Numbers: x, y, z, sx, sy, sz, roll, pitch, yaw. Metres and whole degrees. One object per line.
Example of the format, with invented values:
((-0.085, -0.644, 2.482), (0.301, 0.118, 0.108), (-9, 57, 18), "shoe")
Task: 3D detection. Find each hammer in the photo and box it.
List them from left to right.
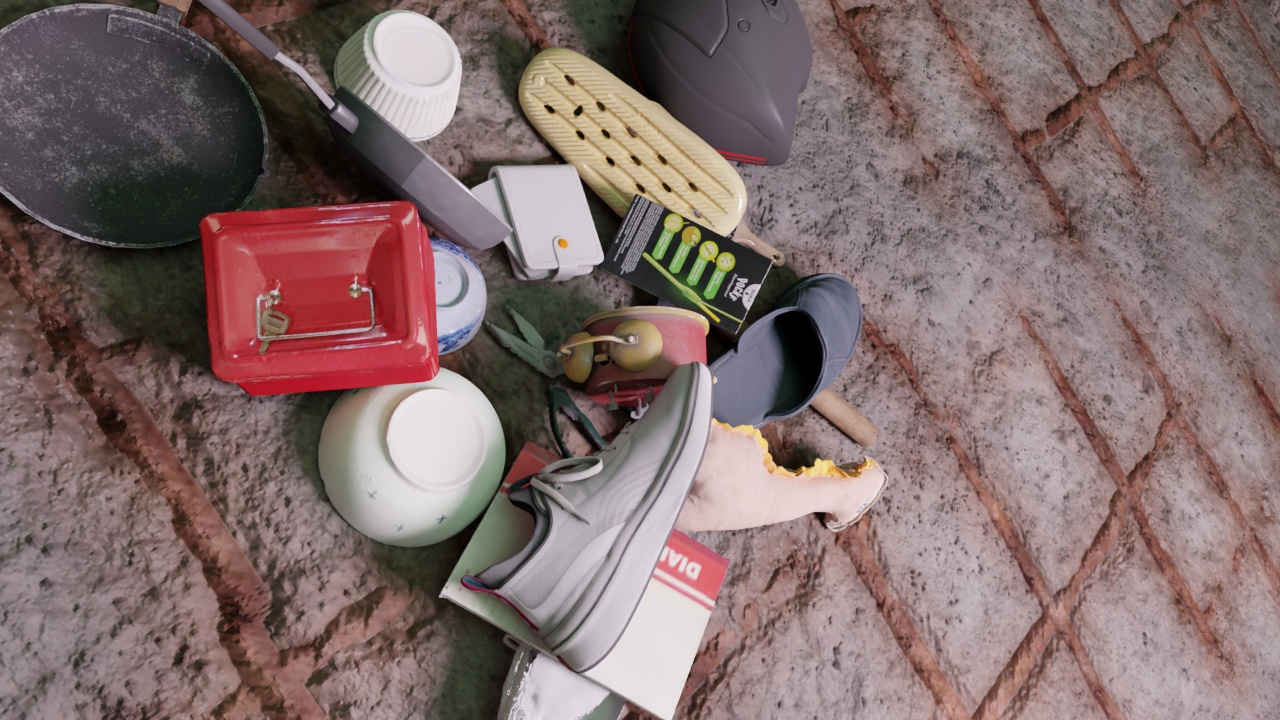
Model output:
((0.139, -0.003, 0.989), (0.321, 0.040, 0.129), (37, 63, -18), "hammer")

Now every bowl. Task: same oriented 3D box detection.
((-0.214, -0.265, 0.836), (0.115, 0.063, 0.115), (10, 69, -29), "bowl")
((-0.175, 0.071, 0.744), (0.153, 0.073, 0.153), (10, 70, -29), "bowl")
((-0.181, -0.064, 0.801), (0.114, 0.045, 0.114), (10, 69, -29), "bowl")

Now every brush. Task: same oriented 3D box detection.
((0.104, -0.149, 1.026), (0.151, 0.012, 0.038), (34, 59, -19), "brush")

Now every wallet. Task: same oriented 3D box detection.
((-0.103, -0.132, 0.878), (0.115, 0.038, 0.118), (-10, 76, -34), "wallet")

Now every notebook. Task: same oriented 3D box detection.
((-0.038, 0.177, 0.754), (0.208, 0.012, 0.152), (32, 56, -7), "notebook")

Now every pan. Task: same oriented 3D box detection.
((-0.389, -0.247, 0.737), (0.207, 0.040, 0.356), (18, 64, -26), "pan")
((-0.222, -0.180, 0.686), (0.178, 0.357, 0.041), (40, 90, 30), "pan")

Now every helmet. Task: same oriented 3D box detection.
((0.077, -0.318, 0.973), (0.170, 0.164, 0.264), (-35, 88, -6), "helmet")

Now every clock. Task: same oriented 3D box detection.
((-0.005, 0.005, 0.822), (0.158, 0.117, 0.081), (18, 65, -51), "clock")

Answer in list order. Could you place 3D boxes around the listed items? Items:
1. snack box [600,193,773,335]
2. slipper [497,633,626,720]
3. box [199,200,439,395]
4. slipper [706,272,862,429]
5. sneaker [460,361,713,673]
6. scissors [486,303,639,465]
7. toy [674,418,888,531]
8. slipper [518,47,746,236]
((0.045, -0.094, 0.897), (0.147, 0.025, 0.080), (27, 97, 4), "snack box")
((-0.052, 0.226, 0.767), (0.112, 0.075, 0.246), (20, 55, 4), "slipper")
((-0.237, -0.043, 0.700), (0.157, 0.112, 0.134), (-4, 81, -9), "box")
((0.163, -0.010, 0.934), (0.264, 0.084, 0.109), (-35, 97, -34), "slipper")
((-0.031, 0.101, 0.727), (0.129, 0.097, 0.262), (29, 71, 0), "sneaker")
((-0.073, 0.038, 0.854), (0.209, 0.015, 0.141), (32, 62, -20), "scissors")
((0.142, 0.107, 0.893), (0.264, 0.197, 0.065), (-3, 39, -23), "toy")
((-0.010, -0.214, 0.936), (0.261, 0.111, 0.079), (39, 16, -3), "slipper")
